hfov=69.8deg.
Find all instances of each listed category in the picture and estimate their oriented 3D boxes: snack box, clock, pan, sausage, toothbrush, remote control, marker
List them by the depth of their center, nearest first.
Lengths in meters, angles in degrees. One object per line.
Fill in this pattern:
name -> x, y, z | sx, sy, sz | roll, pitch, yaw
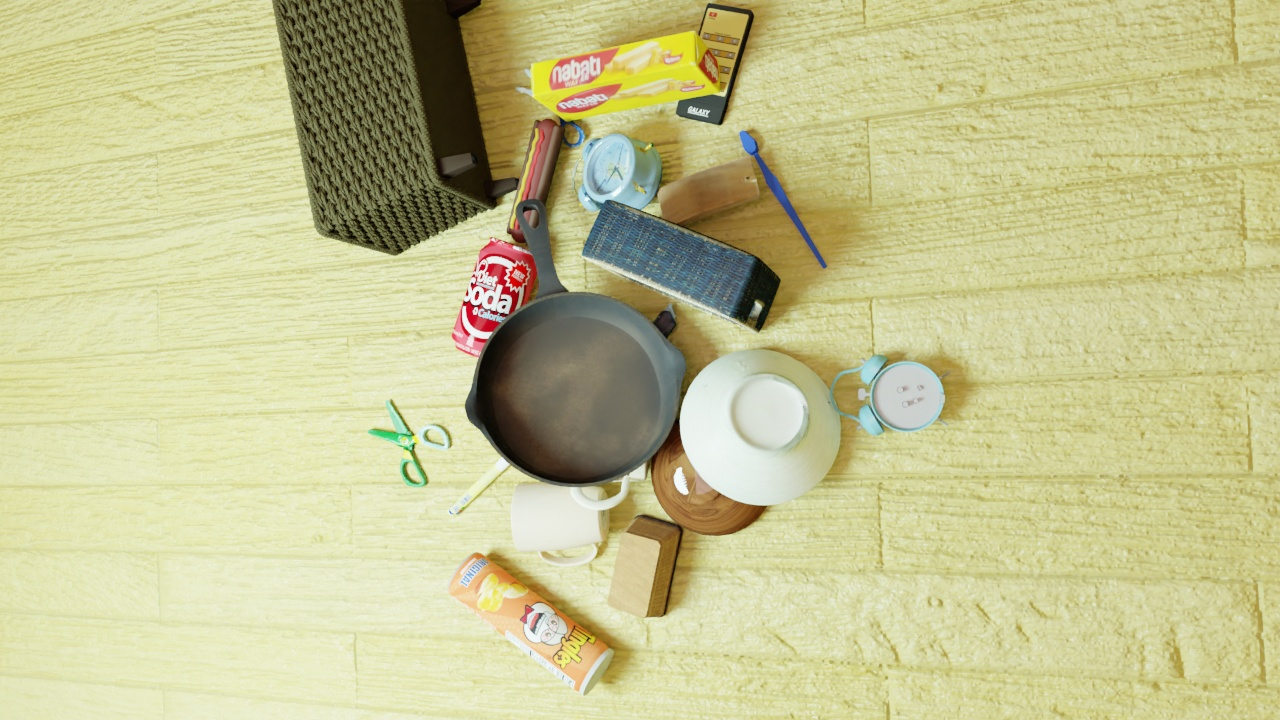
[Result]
clock -> 0.264, 0.038, 0.980 | 0.123, 0.042, 0.087 | 3, 90, 19
toothbrush -> 0.161, -0.184, 1.039 | 0.017, 0.011, 0.186 | -32, 78, 17
snack box -> -0.017, -0.323, 1.049 | 0.201, 0.092, 0.042 | -4, 85, 21
pan -> -0.088, -0.024, 1.053 | 0.248, 0.043, 0.355 | -13, 71, -9
remote control -> 0.086, -0.345, 1.069 | 0.058, 0.013, 0.133 | 17, 95, 20
clock -> -0.033, -0.221, 1.084 | 0.125, 0.051, 0.088 | 6, 87, 41
sausage -> -0.130, -0.220, 1.128 | 0.040, 0.040, 0.156 | 20, 100, 20
marker -> -0.197, 0.153, 1.164 | 0.132, 0.014, 0.014 | -43, 75, 14

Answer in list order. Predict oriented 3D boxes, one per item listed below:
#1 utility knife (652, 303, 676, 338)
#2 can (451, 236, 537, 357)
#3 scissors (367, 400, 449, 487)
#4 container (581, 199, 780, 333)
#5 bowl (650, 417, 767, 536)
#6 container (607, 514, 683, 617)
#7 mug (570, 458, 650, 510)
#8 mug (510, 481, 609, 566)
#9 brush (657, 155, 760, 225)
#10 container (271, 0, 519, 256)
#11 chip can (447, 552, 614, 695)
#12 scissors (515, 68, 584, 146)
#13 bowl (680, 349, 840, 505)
utility knife -> -0.006, 0.006, 1.094 | 0.029, 0.020, 0.171 | 37, 100, 15
can -> -0.178, -0.074, 1.129 | 0.074, 0.074, 0.142 | 22, 97, 19
scissors -> -0.302, 0.101, 1.205 | 0.120, 0.012, 0.128 | -31, 80, 16
container -> 0.049, -0.103, 1.008 | 0.187, 0.145, 0.071 | 24, 93, 19
bowl -> 0.073, 0.128, 1.034 | 0.147, 0.068, 0.147 | -1, 89, 20
container -> 0.003, 0.242, 1.062 | 0.063, 0.061, 0.114 | 13, 93, 20
mug -> -0.042, 0.120, 1.056 | 0.097, 0.121, 0.081 | 6, 134, 6
mug -> -0.091, 0.197, 1.095 | 0.104, 0.085, 0.111 | -4, 115, 9
brush -> 0.080, -0.191, 1.055 | 0.117, 0.039, 0.049 | -17, 81, 19
container -> -0.290, -0.320, 1.128 | 0.205, 0.176, 0.321 | -14, 84, 16
chip can -> -0.134, 0.316, 1.111 | 0.210, 0.062, 0.062 | 31, 99, 18
scissors -> -0.111, -0.313, 1.141 | 0.135, 0.015, 0.086 | 23, 99, 19
bowl -> 0.133, 0.063, 0.981 | 0.176, 0.058, 0.176 | 0, 72, -2
